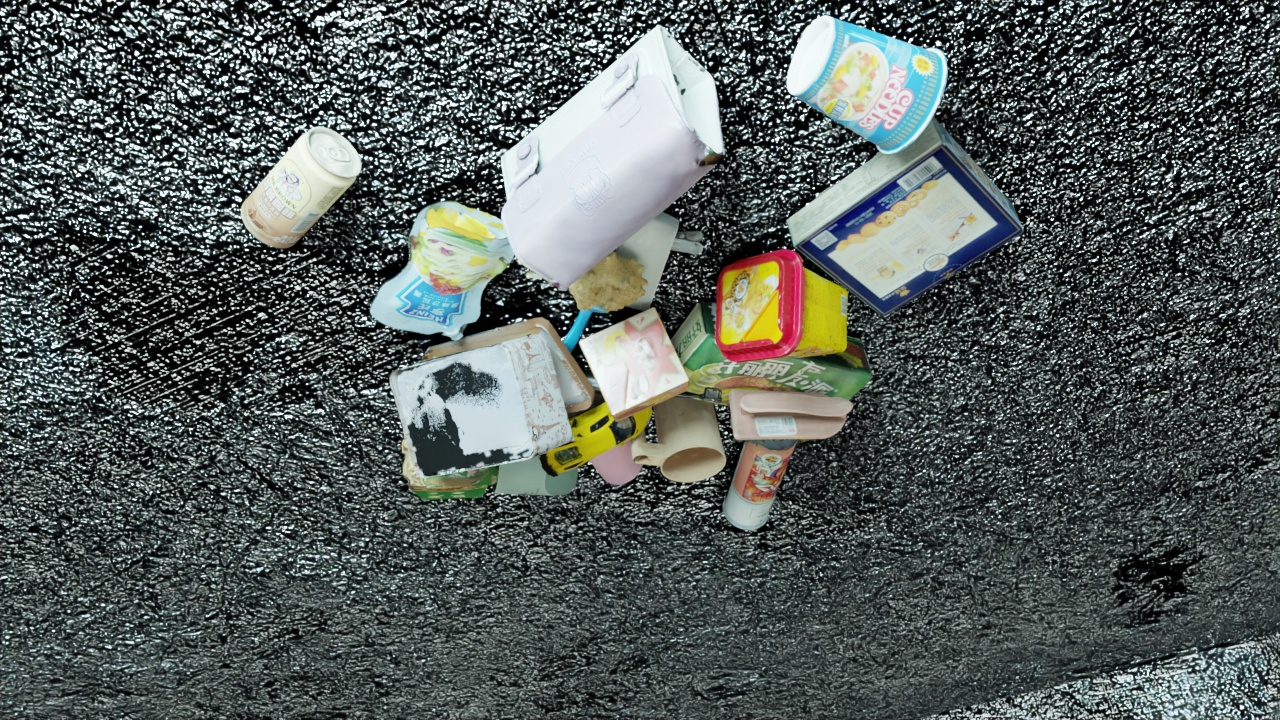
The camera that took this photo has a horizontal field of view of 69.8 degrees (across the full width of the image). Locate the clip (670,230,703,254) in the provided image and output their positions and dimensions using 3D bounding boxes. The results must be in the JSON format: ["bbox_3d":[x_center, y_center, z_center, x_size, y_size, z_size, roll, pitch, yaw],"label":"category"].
[{"bbox_3d":[0.039,-0.129,0.979,0.056,0.027,0.024,3,139,2],"label":"clip"}]

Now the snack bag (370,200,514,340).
[{"bbox_3d":[-0.209,-0.086,0.970,0.110,0.038,0.192,10,141,-29],"label":"snack bag"}]

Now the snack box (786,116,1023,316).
[{"bbox_3d":[0.282,-0.144,0.977,0.178,0.045,0.182,-34,135,30],"label":"snack box"}]

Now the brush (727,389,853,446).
[{"bbox_3d":[0.180,0.065,1.104,0.145,0.063,0.073,2,152,-12],"label":"brush"}]

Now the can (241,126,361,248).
[{"bbox_3d":[-0.312,-0.157,0.843,0.117,0.058,0.058,-35,135,30],"label":"can"}]

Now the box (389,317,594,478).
[{"bbox_3d":[-0.164,0.037,1.053,0.182,0.148,0.157,-12,-178,29],"label":"box"}]

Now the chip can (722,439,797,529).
[{"bbox_3d":[0.171,0.161,1.323,0.071,0.071,0.215,-2,141,-8],"label":"chip can"}]

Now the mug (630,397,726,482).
[{"bbox_3d":[0.042,0.090,1.182,0.124,0.103,0.084,8,139,-20],"label":"mug"}]

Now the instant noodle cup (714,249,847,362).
[{"bbox_3d":[0.160,-0.052,1.012,0.123,0.116,0.116,10,168,-40],"label":"instant noodle cup"}]

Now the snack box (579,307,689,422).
[{"bbox_3d":[-0.006,0.006,1.037,0.094,0.092,0.077,-24,170,-1],"label":"snack box"}]

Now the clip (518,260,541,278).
[{"bbox_3d":[-0.077,-0.115,0.963,0.103,0.034,0.076,-14,140,-5],"label":"clip"}]

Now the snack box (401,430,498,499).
[{"bbox_3d":[-0.242,0.124,1.182,0.117,0.118,0.106,-1,154,-8],"label":"snack box"}]

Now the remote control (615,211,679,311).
[{"bbox_3d":[-0.001,-0.107,0.983,0.056,0.019,0.135,15,140,-3],"label":"remote control"}]

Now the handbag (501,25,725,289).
[{"bbox_3d":[-0.028,-0.175,0.802,0.197,0.144,0.098,-34,138,28],"label":"handbag"}]

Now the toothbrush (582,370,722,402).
[{"bbox_3d":[-0.009,0.031,1.086,0.213,0.026,0.027,6,123,6],"label":"toothbrush"}]

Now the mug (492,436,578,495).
[{"bbox_3d":[-0.145,0.141,1.241,0.106,0.082,0.112,3,171,-16],"label":"mug"}]

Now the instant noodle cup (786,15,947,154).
[{"bbox_3d":[0.191,-0.245,0.802,0.110,0.099,0.099,17,136,-18],"label":"instant noodle cup"}]

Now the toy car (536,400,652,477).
[{"bbox_3d":[-0.054,0.085,1.112,0.155,0.041,0.071,-26,135,-8],"label":"toy car"}]

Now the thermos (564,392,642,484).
[{"bbox_3d":[-0.063,0.096,1.190,0.067,0.087,0.199,24,159,33],"label":"thermos"}]

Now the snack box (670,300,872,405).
[{"bbox_3d":[0.153,0.006,1.128,0.239,0.063,0.115,13,139,-23],"label":"snack box"}]

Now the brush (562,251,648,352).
[{"bbox_3d":[-0.066,-0.044,1.027,0.083,0.045,0.255,7,150,-22],"label":"brush"}]
